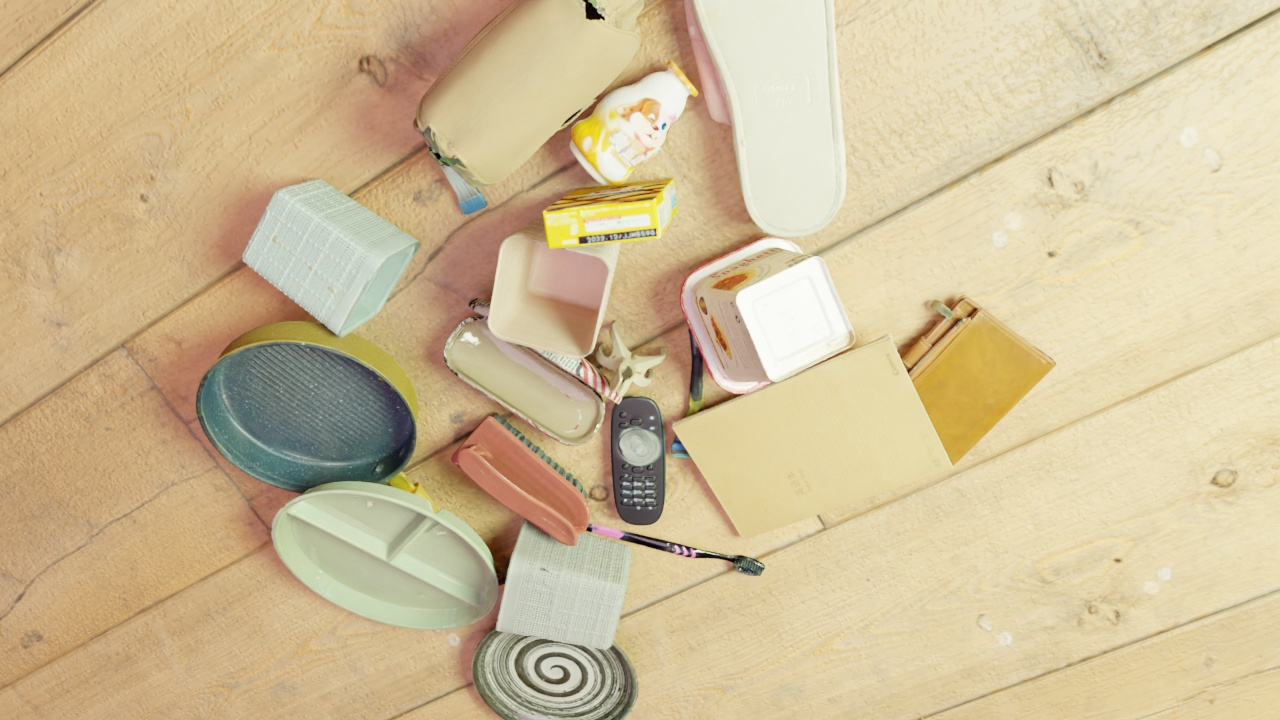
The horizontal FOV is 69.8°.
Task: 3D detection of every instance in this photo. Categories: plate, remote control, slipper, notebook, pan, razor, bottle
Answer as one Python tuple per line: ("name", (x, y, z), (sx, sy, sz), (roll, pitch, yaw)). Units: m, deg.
("plate", (-0.250, 0.196, 0.912), (0.230, 0.027, 0.231), (7, 134, 7))
("remote control", (-0.002, 0.095, 0.880), (0.053, 0.024, 0.136), (2, 110, 8))
("slipper", (0.103, -0.232, 0.724), (0.114, 0.054, 0.274), (-12, 105, 11))
("notebook", (0.156, 0.077, 0.835), (0.212, 0.012, 0.149), (-23, 114, 20))
("plate", (-0.090, 0.334, 0.978), (0.179, 0.024, 0.180), (3, 118, 6))
("pan", (-0.255, 0.106, 0.885), (0.198, 0.078, 0.357), (-33, 124, 25))
("razor", (0.051, 0.025, 0.847), (0.043, 0.022, 0.143), (2, 113, 4))
("bottle", (-0.005, -0.195, 0.748), (0.108, 0.063, 0.063), (-40, 101, 13))

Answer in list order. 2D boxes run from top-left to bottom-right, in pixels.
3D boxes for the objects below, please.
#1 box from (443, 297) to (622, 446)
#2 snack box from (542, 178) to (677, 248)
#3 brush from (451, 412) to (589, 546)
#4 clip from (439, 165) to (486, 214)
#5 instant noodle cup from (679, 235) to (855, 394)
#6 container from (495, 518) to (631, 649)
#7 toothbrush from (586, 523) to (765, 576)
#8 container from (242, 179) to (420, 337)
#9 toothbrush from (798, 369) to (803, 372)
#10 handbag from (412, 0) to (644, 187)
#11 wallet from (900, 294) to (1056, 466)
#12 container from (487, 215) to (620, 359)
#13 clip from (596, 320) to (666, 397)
("box", (-0.097, 0.009, 0.828), (0.162, 0.086, 0.075), (35, 70, -4))
("snack box", (-0.020, -0.120, 0.737), (0.087, 0.140, 0.034), (-4, 105, 10))
("brush", (-0.110, 0.121, 0.880), (0.146, 0.069, 0.063), (40, 111, -9))
("clip", (-0.157, -0.158, 0.810), (0.024, 0.028, 0.057), (-17, 116, 16))
("instant noodle cup", (0.107, -0.036, 0.744), (0.116, 0.124, 0.116), (-25, 98, -7))
("container", (-0.073, 0.221, 0.905), (0.114, 0.090, 0.090), (13, 112, -1))
("toothbrush", (0.031, 0.188, 0.917), (0.189, 0.017, 0.014), (12, 114, 4))
("container", (-0.274, -0.096, 0.810), (0.111, 0.090, 0.090), (36, 111, -4))
("toothbrush", (0.134, 0.013, 0.830), (0.224, 0.027, 0.027), (43, 148, -9))
("handbag", (-0.082, -0.219, 0.704), (0.205, 0.147, 0.100), (-37, 110, 20))
("wallet", (0.275, 0.017, 0.807), (0.119, 0.035, 0.131), (35, 113, -8))
("container", (-0.067, -0.068, 0.779), (0.090, 0.110, 0.090), (14, 112, 2))
("clip", (-0.003, 0.005, 0.818), (0.098, 0.099, 0.035), (18, 114, -32))
